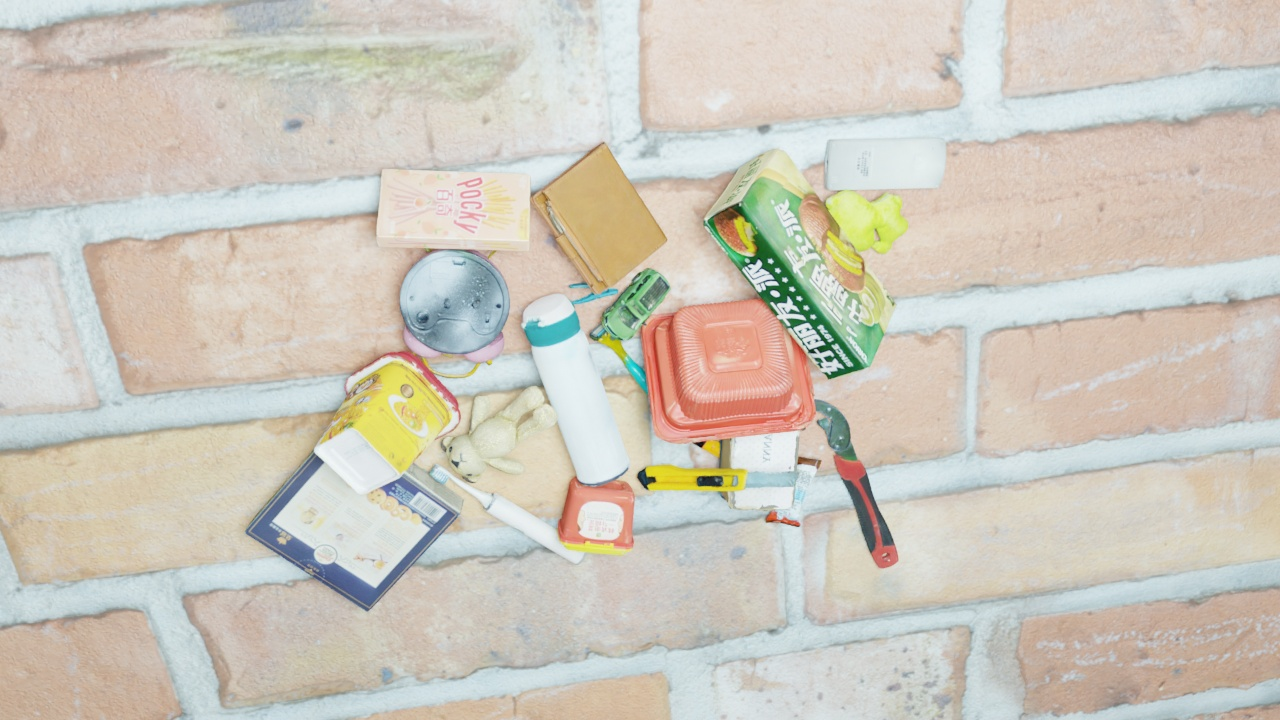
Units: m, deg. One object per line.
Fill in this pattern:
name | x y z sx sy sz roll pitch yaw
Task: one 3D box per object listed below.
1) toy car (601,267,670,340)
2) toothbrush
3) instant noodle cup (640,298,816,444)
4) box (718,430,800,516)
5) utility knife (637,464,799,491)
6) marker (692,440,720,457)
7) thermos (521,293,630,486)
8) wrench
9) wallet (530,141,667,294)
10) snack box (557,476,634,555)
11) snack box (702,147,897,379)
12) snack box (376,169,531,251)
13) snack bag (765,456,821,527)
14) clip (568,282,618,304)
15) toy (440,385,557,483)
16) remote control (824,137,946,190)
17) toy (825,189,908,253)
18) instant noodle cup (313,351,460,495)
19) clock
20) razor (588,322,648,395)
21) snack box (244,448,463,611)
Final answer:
toy car | -0.004 -0.063 1.038 0.043 0.036 0.091 43 83 -21
toothbrush | -0.161 0.187 1.127 0.221 0.027 0.026 35 65 -17
instant noodle cup | 0.100 0.002 1.017 0.188 0.164 0.079 -6 154 -6
box | 0.143 0.101 1.101 0.089 0.060 0.184 2 105 -9
utility knife | 0.086 0.138 1.077 0.217 0.015 0.033 -5 100 34
marker | 0.068 0.094 1.124 0.124 0.015 0.018 30 104 -16
thermos | -0.074 0.033 1.058 0.073 0.073 0.224 -18 112 0
wrench | 0.273 0.160 1.171 0.056 0.016 0.273 -28 111 6
wallet | -0.043 -0.152 0.996 0.107 0.031 0.132 -42 112 -16
snack box | -0.051 0.187 1.113 0.091 0.082 0.080 8 99 -10
snack box | 0.179 -0.103 1.003 0.063 0.114 0.240 -21 117 46
snack box | -0.195 -0.158 0.967 0.157 0.026 0.084 0 67 -6
snack bag | 0.193 0.167 1.159 0.048 0.026 0.104 10 109 -5
clip | -0.053 -0.079 1.046 0.056 0.014 0.041 -9 112 -2
toy | -0.162 0.086 1.058 0.158 0.066 0.105 -34 91 24
remote control | 0.274 -0.220 1.026 0.135 0.019 0.056 -3 111 -5
toy | 0.252 -0.155 1.041 0.100 0.031 0.097 -24 121 5
instant noodle cup | -0.280 0.072 1.002 0.116 0.123 0.116 -26 113 33
clock | -0.205 -0.053 1.015 0.117 0.059 0.159 5 108 -9
razor | -0.006 0.006 1.075 0.043 0.028 0.132 -46 108 -20
snack box | -0.339 0.185 1.096 0.178 0.045 0.183 40 101 -18
